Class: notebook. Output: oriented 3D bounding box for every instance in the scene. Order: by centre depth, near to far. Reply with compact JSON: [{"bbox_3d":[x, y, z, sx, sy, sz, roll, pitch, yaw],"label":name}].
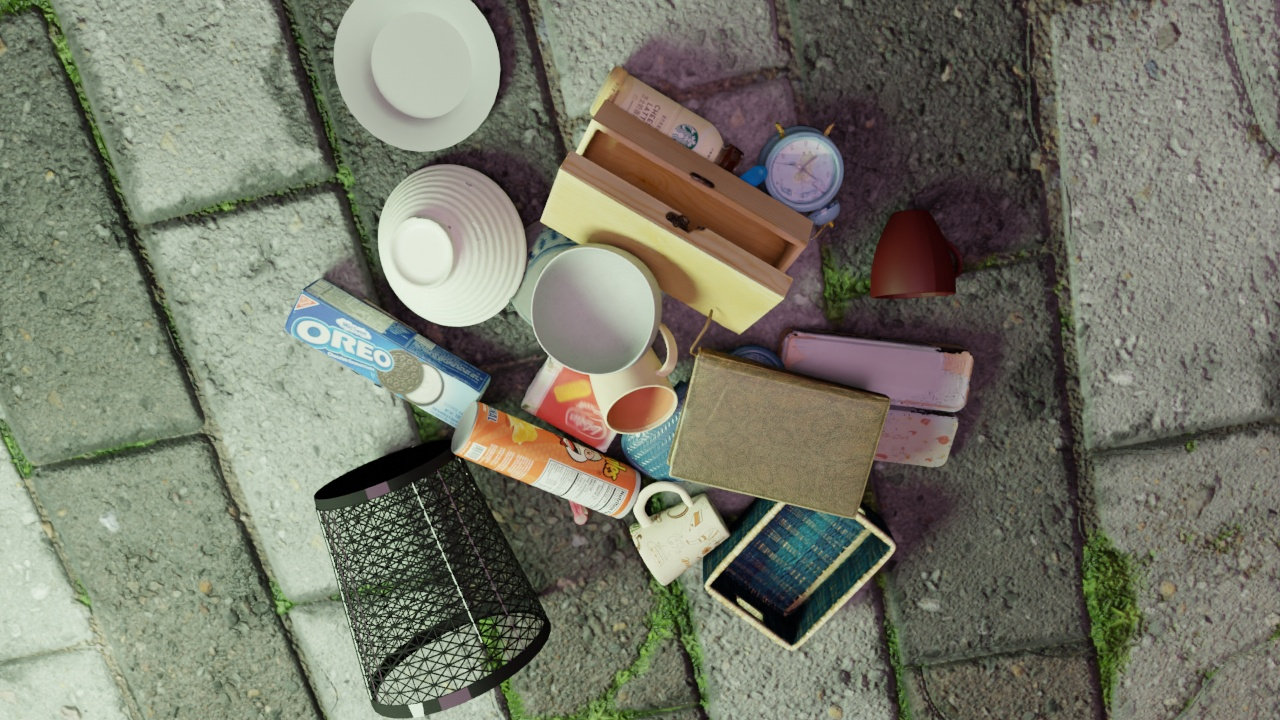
[{"bbox_3d":[0.148,0.060,0.981,0.215,0.034,0.190,13,107,2],"label":"notebook"}]

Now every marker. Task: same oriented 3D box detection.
[{"bbox_3d":[0.086,-0.168,0.968,0.123,0.015,0.018,-32,94,39],"label":"marker"}]

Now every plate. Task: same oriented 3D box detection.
[{"bbox_3d":[-0.232,-0.308,0.959,0.173,0.019,0.173,1,108,2],"label":"plate"}]

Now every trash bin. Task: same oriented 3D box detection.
[{"bbox_3d":[-0.245,0.233,1.041,0.217,0.216,0.243,-18,99,8],"label":"trash bin"}]

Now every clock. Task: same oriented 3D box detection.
[{"bbox_3d":[0.168,-0.186,0.964,0.089,0.051,0.125,2,107,0],"label":"clock"}]

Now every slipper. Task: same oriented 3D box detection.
[{"bbox_3d":[0.075,0.062,1.040,0.214,0.059,0.104,-38,98,18],"label":"slipper"}]

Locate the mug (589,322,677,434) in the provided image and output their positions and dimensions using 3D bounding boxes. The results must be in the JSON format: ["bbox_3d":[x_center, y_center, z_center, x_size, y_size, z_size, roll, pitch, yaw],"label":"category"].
[{"bbox_3d":[-0.006,0.006,0.995,0.085,0.104,0.112,17,126,-43],"label":"mug"}]

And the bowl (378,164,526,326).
[{"bbox_3d":[-0.216,-0.117,0.970,0.177,0.070,0.177,4,103,15],"label":"bowl"}]

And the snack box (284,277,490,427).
[{"bbox_3d":[-0.282,-0.008,1.036,0.226,0.059,0.059,32,109,-8],"label":"snack box"}]

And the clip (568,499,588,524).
[{"bbox_3d":[-0.077,0.167,1.106,0.022,0.038,0.059,-14,105,3],"label":"clip"}]

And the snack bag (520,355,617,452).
[{"bbox_3d":[-0.071,0.047,1.056,0.116,0.036,0.077,29,106,-7],"label":"snack bag"}]

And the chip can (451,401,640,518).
[{"bbox_3d":[-0.104,0.114,1.036,0.210,0.062,0.062,26,107,-23],"label":"chip can"}]

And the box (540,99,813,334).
[{"bbox_3d":[0.028,-0.127,0.936,0.249,0.122,0.141,30,133,-6],"label":"box"}]

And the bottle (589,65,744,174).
[{"bbox_3d":[0.029,-0.239,0.950,0.162,0.056,0.057,30,106,-7],"label":"bottle"}]

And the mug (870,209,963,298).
[{"bbox_3d":[0.299,-0.113,0.977,0.113,0.087,0.088,-2,90,-25],"label":"mug"}]

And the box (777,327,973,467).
[{"bbox_3d":[0.256,0.046,1.047,0.216,0.058,0.154,7,106,0],"label":"box"}]

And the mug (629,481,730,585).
[{"bbox_3d":[0.039,0.190,1.075,0.097,0.081,0.122,-32,112,4],"label":"mug"}]

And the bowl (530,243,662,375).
[{"bbox_3d":[-0.041,-0.054,0.941,0.132,0.064,0.132,3,102,14],"label":"bowl"}]

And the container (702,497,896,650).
[{"bbox_3d":[0.183,0.227,1.084,0.145,0.071,0.188,37,105,-9],"label":"container"}]

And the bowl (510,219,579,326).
[{"bbox_3d":[-0.078,-0.084,1.003,0.151,0.056,0.151,1,107,3],"label":"bowl"}]
